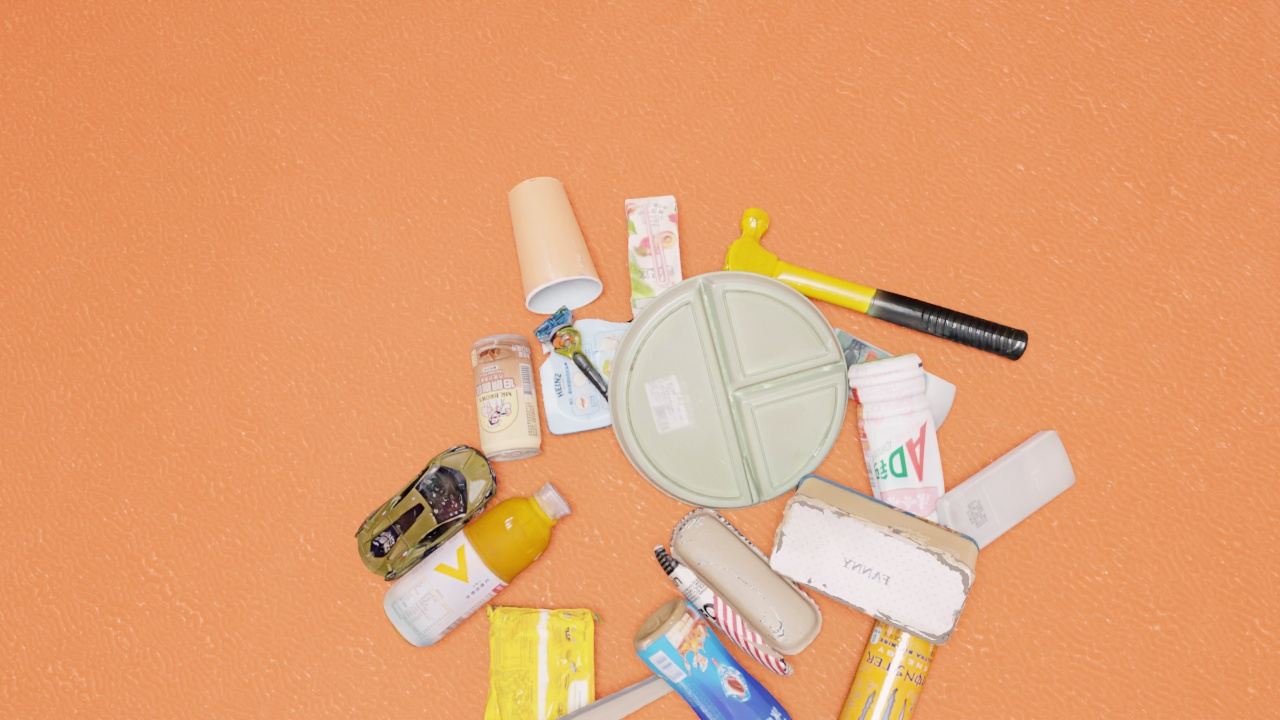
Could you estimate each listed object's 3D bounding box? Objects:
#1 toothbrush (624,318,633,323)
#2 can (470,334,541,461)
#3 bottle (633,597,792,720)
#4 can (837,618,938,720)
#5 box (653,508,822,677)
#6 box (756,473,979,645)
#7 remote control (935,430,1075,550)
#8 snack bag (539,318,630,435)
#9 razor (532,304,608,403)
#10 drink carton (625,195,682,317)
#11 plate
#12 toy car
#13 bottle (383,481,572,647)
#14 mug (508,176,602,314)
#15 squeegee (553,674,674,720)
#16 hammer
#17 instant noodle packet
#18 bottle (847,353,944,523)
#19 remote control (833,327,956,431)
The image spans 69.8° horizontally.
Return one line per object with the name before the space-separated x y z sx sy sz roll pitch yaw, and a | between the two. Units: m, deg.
toothbrush | 0.004 -0.041 0.929 0.189 0.018 0.014 -26 76 1
can | -0.131 0.037 0.894 0.058 0.058 0.116 -9 77 1
bottle | 0.086 0.308 0.807 0.065 0.065 0.218 -42 93 -7
can | 0.212 0.304 0.813 0.058 0.058 0.146 23 79 8
box | 0.091 0.206 0.836 0.162 0.076 0.086 39 74 12
box | 0.199 0.171 0.815 0.184 0.062 0.090 24 112 20
remote control | 0.335 0.120 0.841 0.149 0.021 0.058 -26 96 -20
snack bag | -0.005 0.005 0.904 0.191 0.039 0.110 -10 90 2
razor | -0.047 0.013 0.879 0.043 0.022 0.142 -39 83 5
drink carton | 0.014 -0.104 0.908 0.053 0.045 0.122 -5 60 2
plate | 0.084 0.032 0.855 0.230 0.027 0.230 -1 98 -4
toy car | -0.204 0.143 0.870 0.158 0.042 0.070 -43 78 10
bottle | -0.148 0.186 0.856 0.189 0.068 0.068 -38 78 -6
mug | -0.091 -0.117 0.922 0.078 0.078 0.122 -17 71 -1
squeegee | -0.017 0.417 0.806 0.246 0.039 0.246 -16 87 -26
hammer | 0.226 -0.057 0.899 0.301 0.033 0.128 17 63 4
instant noodle packet | -0.091 0.291 0.842 0.111 0.044 0.128 1 80 2
bottle | 0.243 0.095 0.846 0.068 0.068 0.197 -12 89 0
remote control | 0.237 0.021 0.896 0.135 0.019 0.056 28 80 9
